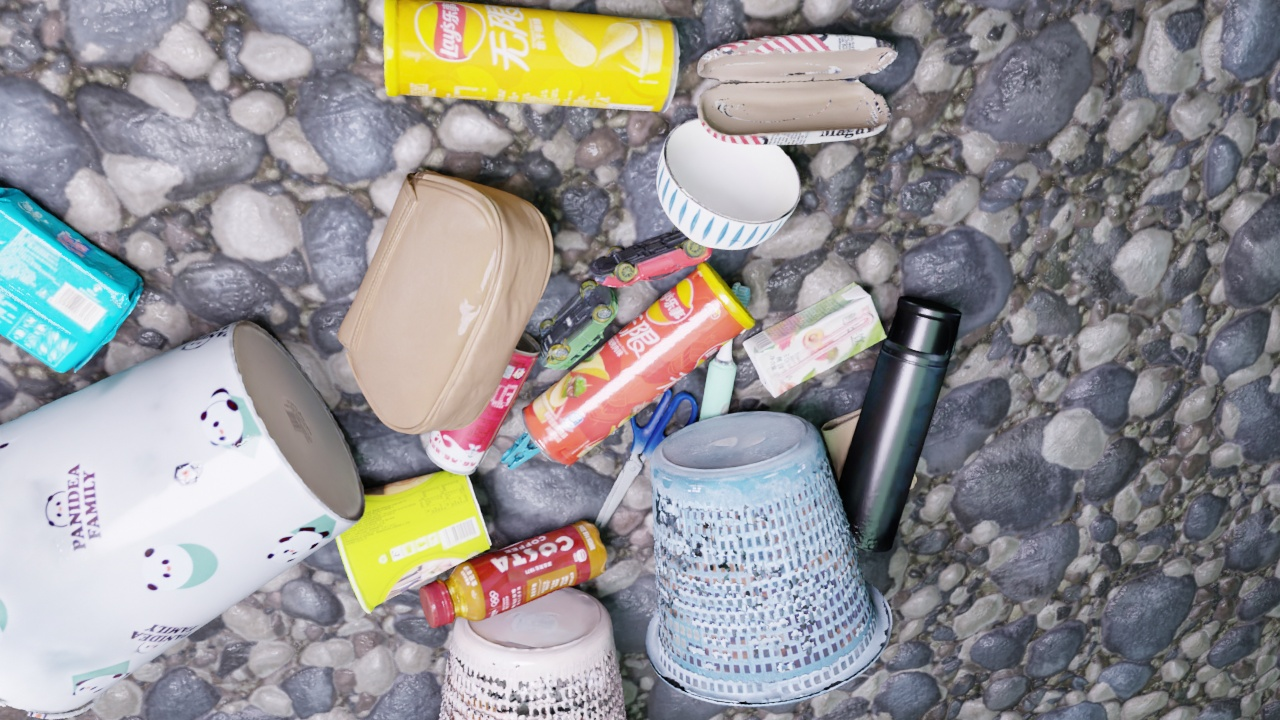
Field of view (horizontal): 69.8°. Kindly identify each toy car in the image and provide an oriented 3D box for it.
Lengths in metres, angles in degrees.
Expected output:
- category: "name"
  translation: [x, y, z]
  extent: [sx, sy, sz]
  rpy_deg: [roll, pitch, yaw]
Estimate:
- category: "toy car"
  translation: [0.009, -0.087, 0.789]
  extent: [0.106, 0.049, 0.031]
  rpy_deg: [-18, 117, -5]
- category: "toy car"
  translation: [-0.054, -0.030, 0.805]
  extent: [0.091, 0.043, 0.036]
  rpy_deg: [-44, 133, 19]

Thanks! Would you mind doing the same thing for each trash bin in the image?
- category: "trash bin"
  translation: [0.100, 0.158, 0.823]
  extent: [0.226, 0.226, 0.195]
  rpy_deg: [-13, 106, -7]
- category: "trash bin"
  translation: [-0.104, 0.335, 0.893]
  extent: [0.227, 0.227, 0.192]
  rpy_deg: [-1, 103, -12]
- category: "trash bin"
  translation: [-0.372, 0.108, 0.711]
  extent: [0.252, 0.229, 0.230]
  rpy_deg: [-29, 118, -4]

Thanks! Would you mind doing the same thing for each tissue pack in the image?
- category: "tissue pack"
  translation: [-0.458, -0.061, 0.695]
  extent: [0.093, 0.050, 0.133]
  rpy_deg: [-42, 117, 11]

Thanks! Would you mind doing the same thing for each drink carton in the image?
- category: "drink carton"
  translation: [0.164, -0.019, 0.859]
  extent: [0.122, 0.045, 0.053]
  rpy_deg: [-28, 117, 1]

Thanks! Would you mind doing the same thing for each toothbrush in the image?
- category: "toothbrush"
  translation: [0.074, 0.031, 0.874]
  extent: [0.026, 0.027, 0.225]
  rpy_deg: [-23, 129, -49]

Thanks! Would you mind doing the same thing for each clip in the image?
- category: "clip"
  translation: [-0.107, 0.082, 0.866]
  extent: [0.056, 0.014, 0.039]
  rpy_deg: [-41, 117, 9]

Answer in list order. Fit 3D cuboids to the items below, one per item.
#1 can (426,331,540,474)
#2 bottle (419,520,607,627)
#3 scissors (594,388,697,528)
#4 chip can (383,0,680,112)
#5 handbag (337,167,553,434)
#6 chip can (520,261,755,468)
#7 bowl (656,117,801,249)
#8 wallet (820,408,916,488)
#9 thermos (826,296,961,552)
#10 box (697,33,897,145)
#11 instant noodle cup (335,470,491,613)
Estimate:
- category: "can"
  translation: [-0.140, 0.034, 0.812]
  extent: [0.053, 0.053, 0.133]
  rpy_deg: [22, 109, -22]
- category: "bottle"
  translation: [-0.119, 0.204, 0.869]
  extent: [0.174, 0.057, 0.057]
  rpy_deg: [-15, 120, -27]
- category: "scissors"
  translation: [0.006, 0.101, 0.902]
  extent: [0.108, 0.012, 0.175]
  rpy_deg: [-1, 117, -12]
- category: "chip can"
  translation: [-0.082, -0.227, 0.686]
  extent: [0.213, 0.072, 0.072]
  rpy_deg: [1, 115, -13]
- category: "handbag"
  translation: [-0.154, -0.047, 0.731]
  extent: [0.099, 0.148, 0.205]
  rpy_deg: [-1, 125, -57]
- category: "chip can"
  translation: [-0.005, 0.005, 0.812]
  extent: [0.217, 0.073, 0.073]
  rpy_deg: [-38, 118, 12]
- category: "bowl"
  translation: [0.065, -0.135, 0.751]
  extent: [0.116, 0.116, 0.066]
  rpy_deg: [6, 145, -15]
- category: "wallet"
  translation: [0.241, 0.099, 0.947]
  extent: [0.087, 0.024, 0.115]
  rpy_deg: [-25, 116, -3]
- category: "thermos"
  translation: [0.254, 0.063, 0.891]
  extent: [0.089, 0.068, 0.243]
  rpy_deg: [3, 108, -36]
- category: "box"
  translation: [0.127, -0.211, 0.740]
  extent: [0.162, 0.076, 0.088]
  rpy_deg: [-7, 93, -12]
- category: "instant noodle cup"
  translation: [-0.204, 0.153, 0.833]
  extent: [0.123, 0.111, 0.112]
  rpy_deg: [-19, 119, -13]
